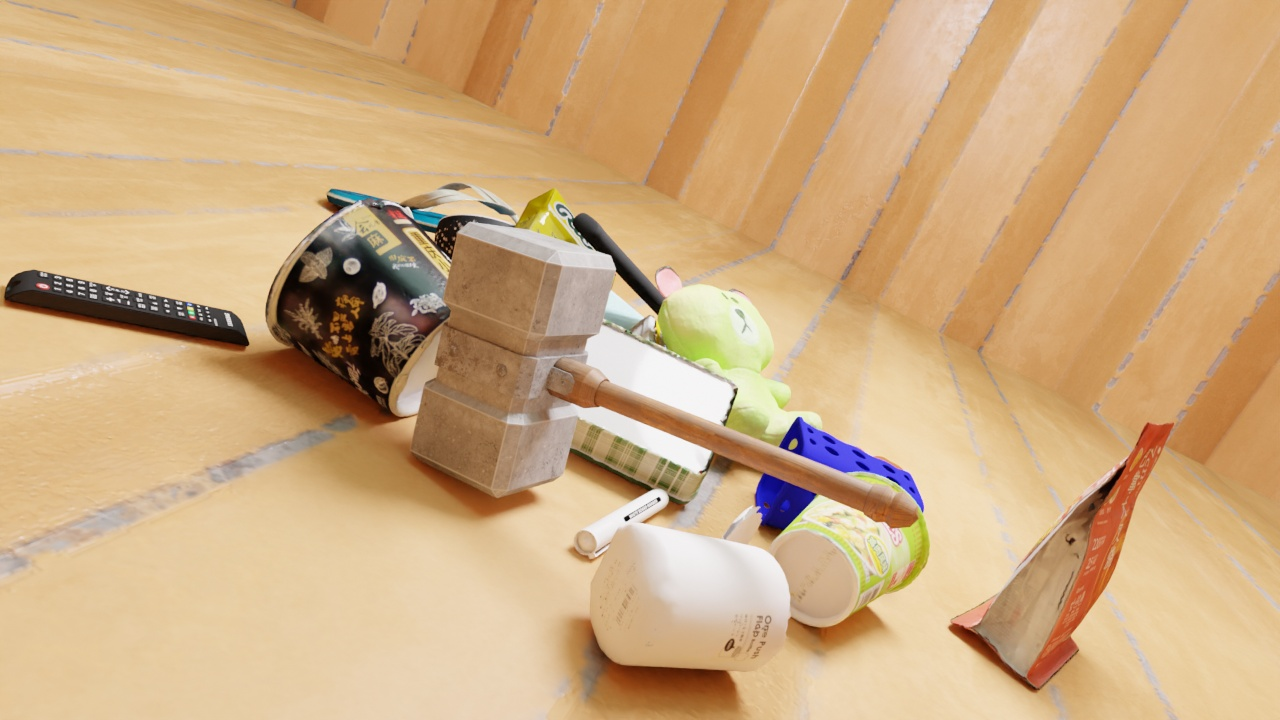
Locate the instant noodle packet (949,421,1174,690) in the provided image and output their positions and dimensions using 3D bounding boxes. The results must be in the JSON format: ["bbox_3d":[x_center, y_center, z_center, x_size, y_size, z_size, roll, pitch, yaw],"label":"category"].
[{"bbox_3d":[0.371,0.146,0.758,0.084,0.221,0.164,38,20,32],"label":"instant noodle packet"}]

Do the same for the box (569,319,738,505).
[{"bbox_3d":[-0.028,0.026,0.756,0.205,0.051,0.117,25,46,0],"label":"box"}]

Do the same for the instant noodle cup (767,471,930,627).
[{"bbox_3d":[0.147,0.142,0.673,0.099,0.099,0.107,34,26,26],"label":"instant noodle cup"}]

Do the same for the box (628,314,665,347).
[{"bbox_3d":[-0.004,0.006,0.911,0.037,0.064,0.209,46,13,-10],"label":"box"}]

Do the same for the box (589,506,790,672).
[{"bbox_3d":[0.038,0.131,0.555,0.155,0.084,0.126,18,11,-31],"label":"box"}]

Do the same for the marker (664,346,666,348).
[{"bbox_3d":[0.027,-0.013,1.113,0.017,0.017,0.145,33,18,25],"label":"marker"}]

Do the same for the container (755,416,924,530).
[{"bbox_3d":[0.169,0.118,0.789,0.113,0.084,0.085,26,18,-3],"label":"container"}]

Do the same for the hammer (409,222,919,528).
[{"bbox_3d":[0.014,0.035,0.561,0.318,0.163,0.082,20,12,26],"label":"hammer"}]

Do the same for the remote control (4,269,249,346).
[{"bbox_3d":[-0.339,-0.034,0.617,0.146,0.015,0.033,14,20,-37],"label":"remote control"}]

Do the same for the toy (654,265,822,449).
[{"bbox_3d":[0.086,0.008,0.917,0.150,0.107,0.196,10,41,-40],"label":"toy"}]

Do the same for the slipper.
[{"bbox_3d":[-0.225,-0.178,1.074,0.295,0.060,0.118,14,14,8],"label":"slipper"}]

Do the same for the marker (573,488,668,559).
[{"bbox_3d":[-0.009,0.113,0.653,0.020,0.017,0.133,66,24,5],"label":"marker"}]

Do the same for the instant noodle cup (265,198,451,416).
[{"bbox_3d":[-0.178,-0.033,0.667,0.112,0.137,0.137,38,18,11],"label":"instant noodle cup"}]

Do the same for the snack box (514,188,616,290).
[{"bbox_3d":[-0.085,-0.078,0.907,0.121,0.045,0.180,54,29,-25],"label":"snack box"}]

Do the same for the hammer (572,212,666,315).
[{"bbox_3d":[0.025,-0.056,1.002,0.127,0.029,0.323,43,-1,45],"label":"hammer"}]

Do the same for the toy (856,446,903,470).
[{"bbox_3d":[0.242,0.129,0.935,0.095,0.065,0.127,42,12,24],"label":"toy"}]

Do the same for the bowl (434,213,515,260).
[{"bbox_3d":[-0.165,-0.100,0.982,0.120,0.066,0.120,11,-15,3],"label":"bowl"}]

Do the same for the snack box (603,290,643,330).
[{"bbox_3d":[-0.072,-0.067,1.069,0.074,0.053,0.175,12,19,-39],"label":"snack box"}]
